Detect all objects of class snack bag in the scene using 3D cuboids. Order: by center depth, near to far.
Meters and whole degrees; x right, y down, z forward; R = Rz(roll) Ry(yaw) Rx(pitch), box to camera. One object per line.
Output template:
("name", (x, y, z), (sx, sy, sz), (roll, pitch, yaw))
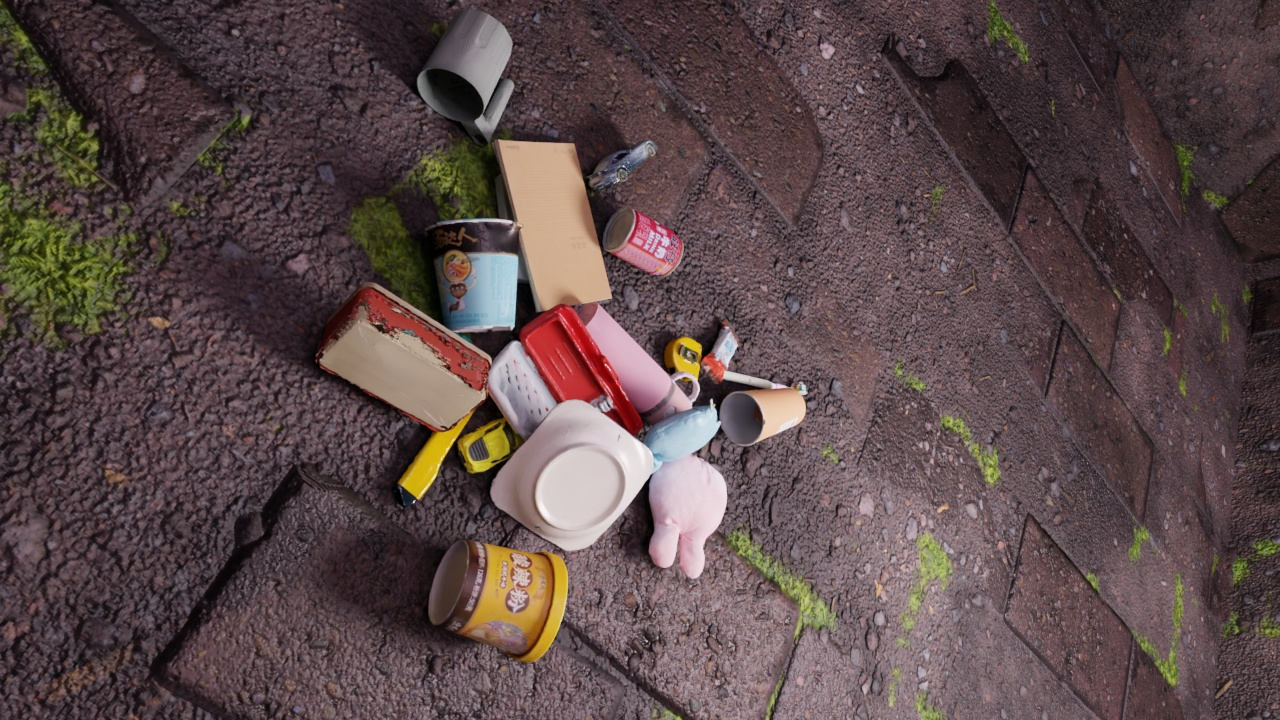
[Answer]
("snack bag", (0.117, -0.013, 1.316), (0.048, 0.026, 0.103), (54, 38, -24))

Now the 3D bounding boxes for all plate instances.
("plate", (-0.073, 0.142, 1.068), (0.164, 0.034, 0.163), (38, 94, -28))

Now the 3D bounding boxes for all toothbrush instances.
("toothbrush", (0.178, 0.031, 1.372), (0.189, 0.029, 0.020), (11, 114, -37))

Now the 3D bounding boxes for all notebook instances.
("notebook", (-0.106, -0.173, 1.156), (0.149, 0.012, 0.211), (-17, 93, -54))

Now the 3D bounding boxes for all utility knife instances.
("utility knife", (-0.225, 0.098, 1.016), (0.033, 0.015, 0.153), (50, 52, -29))

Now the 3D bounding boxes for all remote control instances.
("remote control", (-0.147, -0.162, 1.135), (0.056, 0.019, 0.135), (-3, 82, -41))

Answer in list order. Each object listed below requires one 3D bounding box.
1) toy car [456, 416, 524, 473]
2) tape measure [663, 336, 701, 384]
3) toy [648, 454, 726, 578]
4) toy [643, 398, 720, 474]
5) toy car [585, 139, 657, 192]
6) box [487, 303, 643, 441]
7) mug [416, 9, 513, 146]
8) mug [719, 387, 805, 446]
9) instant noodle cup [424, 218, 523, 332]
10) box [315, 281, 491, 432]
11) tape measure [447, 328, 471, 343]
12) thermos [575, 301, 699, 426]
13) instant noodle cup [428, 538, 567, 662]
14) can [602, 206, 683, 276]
("toy car", (-0.163, 0.093, 1.059), (0.105, 0.032, 0.048), (-26, 97, -42))
("tape measure", (0.061, -0.004, 1.272), (0.057, 0.029, 0.060), (26, 64, -33))
("toy", (0.058, 0.201, 1.208), (0.121, 0.054, 0.159), (28, 63, -25))
("toy", (0.033, 0.103, 1.152), (0.161, 0.157, 0.050), (-4, 56, -51))
("toy car", (-0.025, -0.267, 1.238), (0.120, 0.054, 0.037), (-45, 112, -37))
("box", (-0.094, 0.049, 1.098), (0.159, 0.065, 0.201), (-44, 119, -25))
("mug", (-0.199, -0.338, 1.099), (0.124, 0.084, 0.103), (57, 44, -51))
("mug", (0.183, 0.076, 1.331), (0.122, 0.078, 0.078), (-9, 86, -45))
("instant noodle cup", (-0.184, -0.092, 1.038), (0.111, 0.111, 0.120), (-2, 88, -41))
("box", (-0.243, 0.004, 0.956), (0.168, 0.091, 0.077), (35, 31, -30))
("tape measure", (-0.220, -0.020, 1.018), (0.054, 0.058, 0.025), (29, 63, -28))
("thermos", (-0.007, 0.007, 1.179), (0.087, 0.067, 0.198), (-45, 113, 2))
("instant noodle cup", (-0.155, 0.250, 0.982), (0.114, 0.119, 0.118), (24, 66, -26))
("can", (0.005, -0.158, 1.231), (0.093, 0.067, 0.066), (25, 65, -34))
